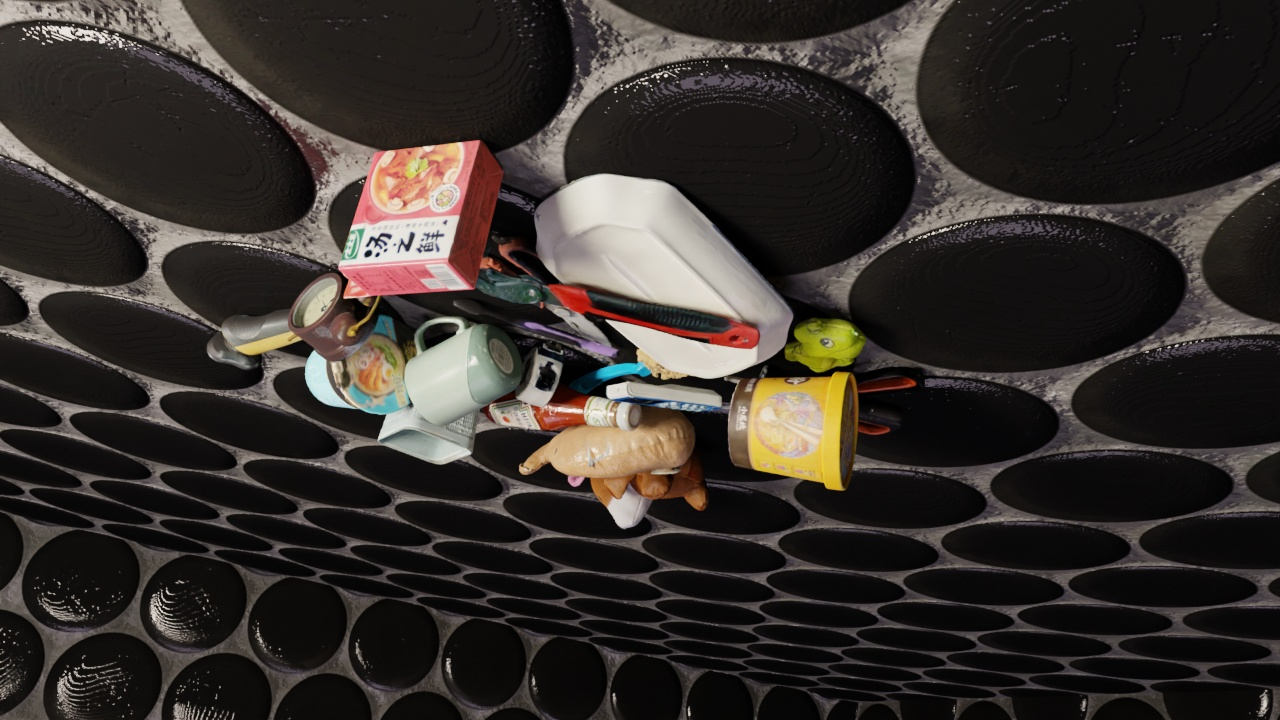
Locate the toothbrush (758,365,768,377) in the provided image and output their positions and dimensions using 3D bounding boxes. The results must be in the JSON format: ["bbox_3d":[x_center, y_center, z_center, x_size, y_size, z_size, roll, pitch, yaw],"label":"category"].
[{"bbox_3d":[0.128,0.045,1.065,0.018,0.015,0.181,17,155,3],"label":"toothbrush"}]

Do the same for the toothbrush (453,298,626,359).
[{"bbox_3d":[-0.105,-0.032,0.960,0.189,0.014,0.017,18,173,-3],"label":"toothbrush"}]

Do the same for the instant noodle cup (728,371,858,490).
[{"bbox_3d":[0.157,0.068,0.936,0.115,0.118,0.118,3,154,22],"label":"instant noodle cup"}]

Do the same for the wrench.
[{"bbox_3d":[-0.029,-0.050,0.797,0.273,0.016,0.056,15,145,-3],"label":"wrench"}]

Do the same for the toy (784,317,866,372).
[{"bbox_3d":[0.183,-0.016,0.901,0.096,0.031,0.100,19,157,-28],"label":"toy"}]

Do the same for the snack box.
[{"bbox_3d":[-0.183,-0.111,0.729,0.127,0.113,0.044,-2,154,22],"label":"snack box"}]

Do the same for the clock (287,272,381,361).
[{"bbox_3d":[-0.308,-0.047,0.943,0.122,0.081,0.055,-7,144,34],"label":"clock"}]

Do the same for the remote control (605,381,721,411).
[{"bbox_3d":[0.028,0.039,1.004,0.124,0.024,0.049,8,169,-29],"label":"remote control"}]

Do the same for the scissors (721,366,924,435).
[{"bbox_3d":[0.206,0.038,1.006,0.220,0.021,0.228,24,147,-32],"label":"scissors"}]

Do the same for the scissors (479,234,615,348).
[{"bbox_3d":[-0.098,-0.060,0.923,0.198,0.015,0.205,12,154,-9],"label":"scissors"}]

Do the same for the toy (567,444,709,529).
[{"bbox_3d":[0.001,0.168,1.255,0.140,0.130,0.200,23,161,-40],"label":"toy"}]

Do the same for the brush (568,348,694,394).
[{"bbox_3d":[-0.006,0.006,1.010,0.083,0.045,0.255,21,156,-30],"label":"brush"}]

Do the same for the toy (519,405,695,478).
[{"bbox_3d":[-0.046,0.104,1.107,0.226,0.082,0.143,-9,180,7],"label":"toy"}]

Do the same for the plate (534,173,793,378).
[{"bbox_3d":[0.020,-0.059,0.814,0.162,0.034,0.265,-19,134,37],"label":"plate"}]

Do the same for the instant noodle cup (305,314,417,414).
[{"bbox_3d":[-0.325,0.009,1.050,0.111,0.111,0.121,29,156,-36],"label":"instant noodle cup"}]

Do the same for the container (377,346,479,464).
[{"bbox_3d":[-0.243,0.052,1.092,0.090,0.111,0.090,27,149,-32],"label":"container"}]

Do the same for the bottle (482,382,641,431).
[{"bbox_3d":[-0.093,0.055,1.072,0.206,0.059,0.060,5,156,32],"label":"bottle"}]

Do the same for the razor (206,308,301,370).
[{"bbox_3d":[-0.421,-0.029,1.054,0.168,0.062,0.067,-11,116,26],"label":"razor"}]

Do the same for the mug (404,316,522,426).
[{"bbox_3d":[-0.197,0.001,1.002,0.106,0.112,0.082,-26,-176,22],"label":"mug"}]

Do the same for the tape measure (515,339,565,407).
[{"bbox_3d":[-0.114,0.017,1.028,0.033,0.065,0.066,20,153,-20],"label":"tape measure"}]
